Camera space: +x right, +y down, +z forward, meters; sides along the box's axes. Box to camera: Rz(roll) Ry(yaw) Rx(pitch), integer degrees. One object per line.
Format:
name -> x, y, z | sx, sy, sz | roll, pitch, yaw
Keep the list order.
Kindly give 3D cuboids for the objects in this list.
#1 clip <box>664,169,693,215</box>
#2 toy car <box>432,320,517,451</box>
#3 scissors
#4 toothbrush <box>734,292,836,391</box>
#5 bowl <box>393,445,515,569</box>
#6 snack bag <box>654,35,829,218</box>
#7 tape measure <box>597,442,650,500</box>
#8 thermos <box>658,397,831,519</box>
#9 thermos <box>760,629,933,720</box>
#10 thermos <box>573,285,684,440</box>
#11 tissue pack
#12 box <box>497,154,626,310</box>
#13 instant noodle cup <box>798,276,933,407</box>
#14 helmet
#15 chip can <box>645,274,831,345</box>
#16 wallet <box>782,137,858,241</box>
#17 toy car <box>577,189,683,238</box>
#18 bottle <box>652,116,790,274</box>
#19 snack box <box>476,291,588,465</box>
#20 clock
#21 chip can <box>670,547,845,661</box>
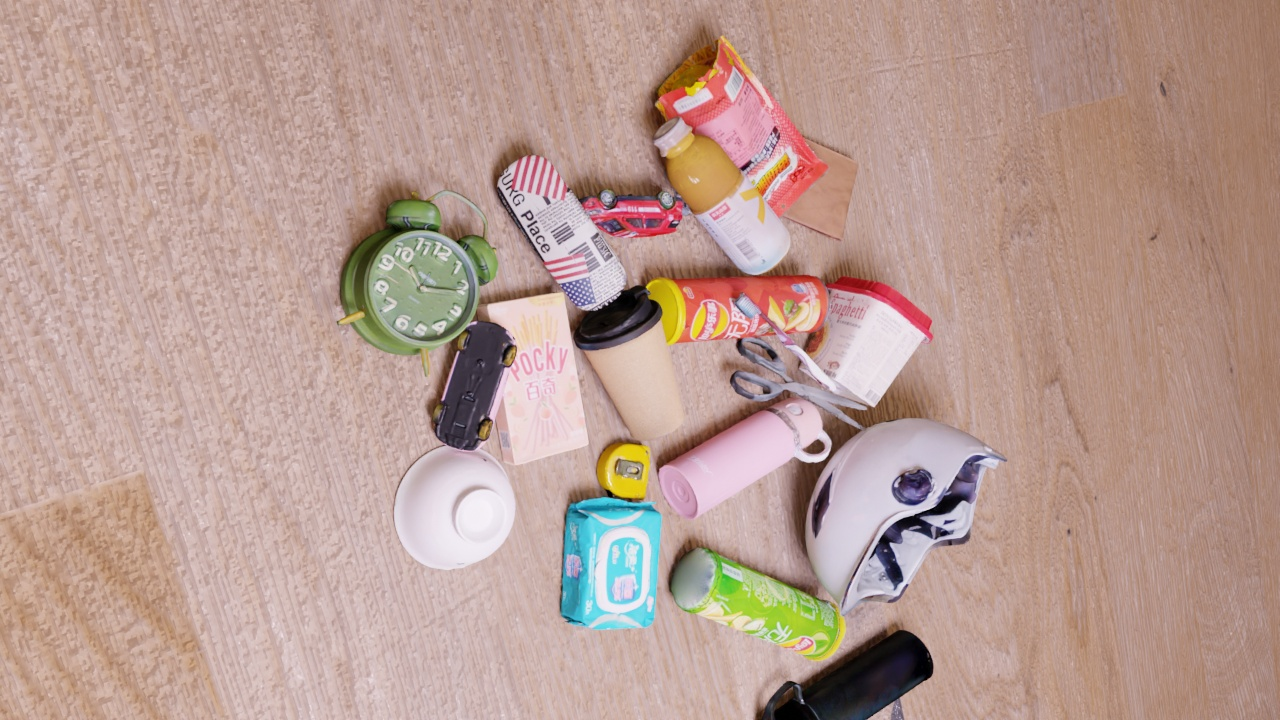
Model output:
clip -> 0.047, -0.185, 0.992 | 0.026, 0.038, 0.058 | -29, 109, -36
toy car -> -0.151, 0.024, 0.847 | 0.056, 0.037, 0.122 | 18, 89, 2
scissors -> 0.175, 0.034, 1.036 | 0.162, 0.014, 0.165 | -21, 69, -36
toothbrush -> 0.160, -0.015, 0.996 | 0.187, 0.016, 0.017 | 41, 85, -34
bowl -> -0.158, 0.138, 0.838 | 0.118, 0.065, 0.118 | 0, 90, -33
snack bag -> 0.112, -0.240, 1.008 | 0.128, 0.073, 0.208 | -48, 120, -7
tape measure -> -0.015, 0.114, 0.952 | 0.057, 0.029, 0.060 | 11, 85, -32
thermos -> 0.122, 0.109, 1.011 | 0.198, 0.087, 0.067 | -24, 144, -30
thermos -> 0.248, 0.396, 1.105 | 0.242, 0.068, 0.090 | -17, 105, -32
thermos -> -0.005, 0.005, 0.925 | 0.092, 0.093, 0.143 | -36, 117, -28
tissue pack -> -0.029, 0.204, 0.932 | 0.093, 0.050, 0.133 | 3, 89, -32
box -> -0.076, -0.123, 0.886 | 0.164, 0.069, 0.051 | 57, 24, -11
instant noodle cup -> 0.261, -0.021, 1.088 | 0.116, 0.116, 0.124 | 32, 85, -29
helmet -> 0.281, 0.162, 1.062 | 0.258, 0.146, 0.229 | -32, 145, -17
chip can -> 0.107, -0.057, 1.004 | 0.216, 0.073, 0.073 | -4, 93, -34
wallet -> 0.209, -0.208, 1.099 | 0.115, 0.020, 0.101 | 17, 82, -29
toy car -> -0.012, -0.148, 0.934 | 0.120, 0.053, 0.045 | -2, 87, -31
bottle -> 0.084, -0.173, 0.966 | 0.189, 0.068, 0.067 | 46, 67, -26
snack box -> -0.104, 0.016, 0.893 | 0.084, 0.026, 0.157 | -13, 99, -32
clock -> -0.192, -0.077, 0.816 | 0.116, 0.056, 0.161 | 35, 72, -30
chip can -> 0.132, 0.274, 1.026 | 0.221, 0.073, 0.072 | 30, 75, -30
